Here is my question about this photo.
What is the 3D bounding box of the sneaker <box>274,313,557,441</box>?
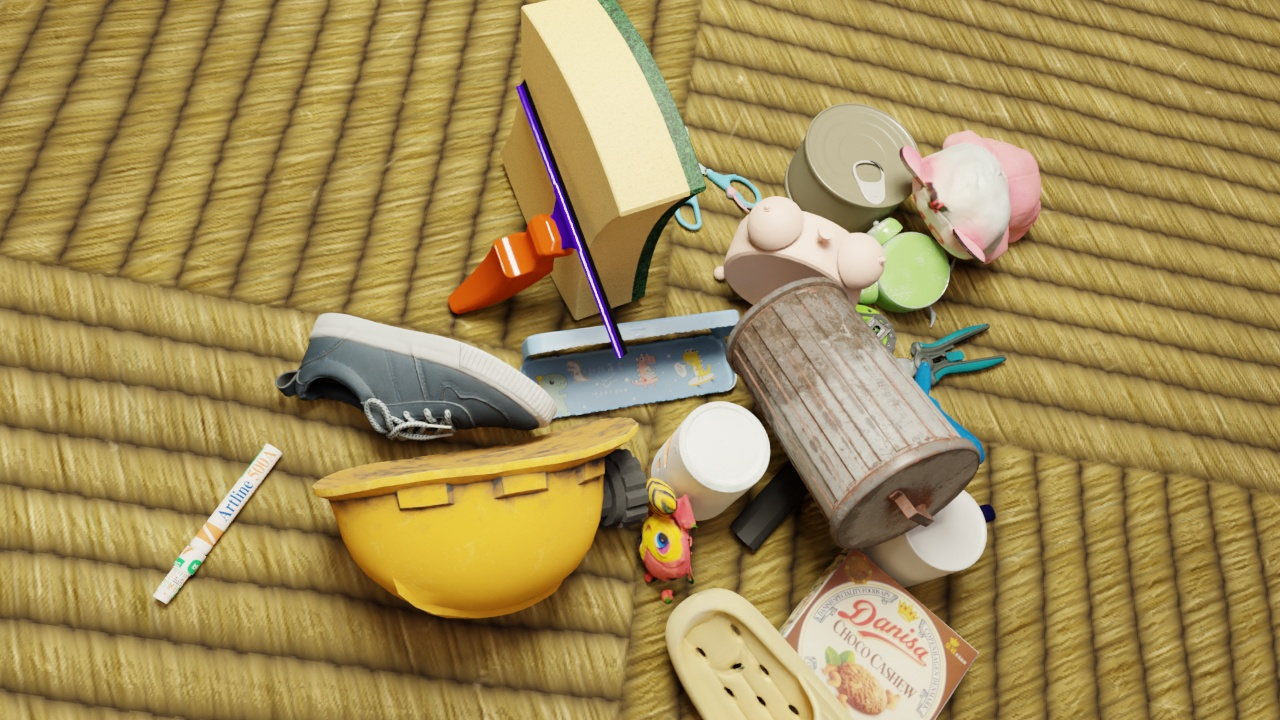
[{"bbox_3d":[-0.191,0.030,0.786,0.236,0.089,0.087,15,68,8],"label":"sneaker"}]

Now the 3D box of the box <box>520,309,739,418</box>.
[{"bbox_3d":[-0.005,0.007,0.858,0.210,0.073,0.079,-7,84,-16],"label":"box"}]

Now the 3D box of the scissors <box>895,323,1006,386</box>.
[{"bbox_3d":[0.317,0.000,0.951,0.149,0.019,0.130,28,65,-1],"label":"scissors"}]

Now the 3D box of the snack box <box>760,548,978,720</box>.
[{"bbox_3d":[0.196,0.264,0.805,0.143,0.041,0.146,42,67,7],"label":"snack box"}]

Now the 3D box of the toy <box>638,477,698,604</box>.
[{"bbox_3d":[0.022,0.149,0.789,0.046,0.084,0.103,-7,106,-9],"label":"toy"}]

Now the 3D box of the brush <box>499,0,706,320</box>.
[{"bbox_3d":[-0.045,-0.171,0.814,0.075,0.251,0.195,-20,77,-19],"label":"brush"}]

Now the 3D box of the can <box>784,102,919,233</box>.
[{"bbox_3d":[0.224,-0.200,0.981,0.127,0.073,0.127,4,68,-11],"label":"can"}]

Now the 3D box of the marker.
[{"bbox_3d":[-0.346,0.132,0.755,0.017,0.017,0.145,30,65,1],"label":"marker"}]

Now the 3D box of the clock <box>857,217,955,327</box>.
[{"bbox_3d":[0.269,-0.094,0.952,0.119,0.042,0.094,20,85,-6],"label":"clock"}]

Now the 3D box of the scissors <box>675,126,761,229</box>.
[{"bbox_3d":[0.057,-0.188,0.978,0.138,0.015,0.119,35,64,10],"label":"scissors"}]

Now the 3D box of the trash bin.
[{"bbox_3d":[0.172,0.046,0.759,0.130,0.131,0.211,-16,53,-18],"label":"trash bin"}]

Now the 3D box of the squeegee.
[{"bbox_3d":[-0.110,-0.087,0.815,0.055,0.185,0.249,-8,74,-52],"label":"squeegee"}]

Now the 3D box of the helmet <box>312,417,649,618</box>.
[{"bbox_3d":[-0.117,0.132,0.726,0.254,0.206,0.131,-9,91,-30],"label":"helmet"}]

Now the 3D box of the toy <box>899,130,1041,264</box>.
[{"bbox_3d":[0.348,-0.172,0.949,0.212,0.084,0.142,-18,85,-46],"label":"toy"}]

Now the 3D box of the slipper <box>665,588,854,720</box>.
[{"bbox_3d":[0.112,0.301,0.727,0.111,0.079,0.261,-35,84,4],"label":"slipper"}]

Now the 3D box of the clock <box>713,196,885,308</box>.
[{"bbox_3d":[0.144,-0.079,0.866,0.131,0.161,0.086,24,64,-2],"label":"clock"}]

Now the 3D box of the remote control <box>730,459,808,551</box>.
[{"bbox_3d":[0.141,0.120,0.866,0.033,0.015,0.146,44,66,7],"label":"remote control"}]

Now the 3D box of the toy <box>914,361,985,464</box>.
[{"bbox_3d":[0.237,0.058,0.839,0.112,0.176,0.071,-31,108,-5],"label":"toy"}]

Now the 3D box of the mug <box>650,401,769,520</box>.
[{"bbox_3d":[0.060,0.090,0.811,0.082,0.105,0.082,4,67,-10],"label":"mug"}]

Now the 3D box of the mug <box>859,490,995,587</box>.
[{"bbox_3d":[0.267,0.155,0.834,0.111,0.097,0.078,-13,72,-17],"label":"mug"}]

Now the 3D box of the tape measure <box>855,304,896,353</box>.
[{"bbox_3d":[0.228,-0.025,0.932,0.065,0.036,0.058,38,65,5],"label":"tape measure"}]
